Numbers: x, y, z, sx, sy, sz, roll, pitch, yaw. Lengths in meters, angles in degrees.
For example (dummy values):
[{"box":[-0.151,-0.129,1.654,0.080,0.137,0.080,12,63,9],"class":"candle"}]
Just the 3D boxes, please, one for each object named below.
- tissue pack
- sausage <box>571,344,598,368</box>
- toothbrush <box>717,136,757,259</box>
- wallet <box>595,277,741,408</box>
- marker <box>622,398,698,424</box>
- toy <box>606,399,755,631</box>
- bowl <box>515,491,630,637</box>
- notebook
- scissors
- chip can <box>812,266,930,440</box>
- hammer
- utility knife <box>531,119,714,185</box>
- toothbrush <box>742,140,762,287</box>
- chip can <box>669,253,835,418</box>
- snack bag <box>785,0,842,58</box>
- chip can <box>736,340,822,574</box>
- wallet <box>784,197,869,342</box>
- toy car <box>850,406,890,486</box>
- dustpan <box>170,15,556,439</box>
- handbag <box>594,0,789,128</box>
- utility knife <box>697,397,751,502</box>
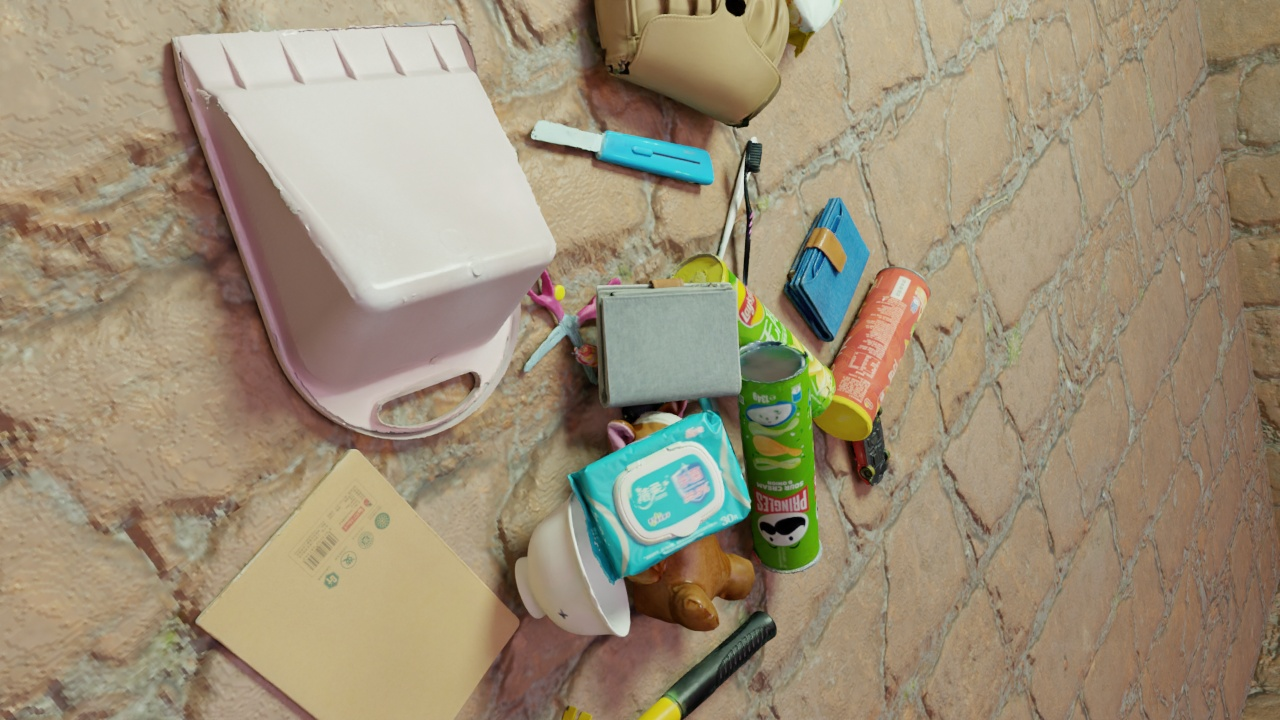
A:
[{"box":[0.014,0.105,0.717,0.133,0.050,0.093,-25,91,-14],"class":"tissue pack"},{"box":[-0.005,0.005,0.816,0.155,0.020,0.020,12,81,-49],"class":"sausage"},{"box":[0.097,-0.150,0.929,0.016,0.016,0.179,41,60,-54],"class":"toothbrush"},{"box":[0.023,-0.017,0.785,0.129,0.037,0.106,-4,94,-26],"class":"wallet"},{"box":[0.034,0.037,0.864,0.130,0.018,0.023,-13,108,-44],"class":"marker"},{"box":[0.035,0.131,0.797,0.139,0.131,0.199,-19,93,-62],"class":"toy"},{"box":[-0.060,0.170,0.725,0.118,0.065,0.118,-21,89,-82],"class":"bowl"},{"box":[-0.186,0.185,0.650,0.147,0.008,0.208,-54,124,-30],"class":"notebook"},{"box":[-0.059,-0.036,0.774,0.133,0.017,0.133,-45,124,-36],"class":"scissors"},{"box":[0.268,-0.012,1.061,0.073,0.073,0.216,51,56,-32],"class":"chip can"},{"box":[0.029,0.320,0.848,0.299,0.033,0.129,-26,109,-42],"class":"hammer"},{"box":[-0.011,-0.187,0.822,0.218,0.018,0.034,0,90,-44],"class":"utility knife"},{"box":[0.111,-0.125,0.926,0.014,0.018,0.189,-45,137,-75],"class":"toothbrush"},{"box":[0.113,-0.015,0.905,0.221,0.073,0.072,39,63,-38],"class":"chip can"},{"box":[0.138,-0.456,0.936,0.246,0.068,0.157,53,55,-31],"class":"snack bag"},{"box":[0.133,0.097,0.883,0.072,0.072,0.236,-39,131,-38],"class":"chip can"},{"box":[0.214,-0.103,1.034,0.106,0.040,0.132,49,56,-38],"class":"wallet"},{"box":[0.269,0.098,1.089,0.049,0.031,0.106,-35,116,-39],"class":"toy car"},{"box":[-0.186,-0.090,0.652,0.221,0.139,0.273,-20,75,-42],"class":"dustpan"},{"box":[0.054,-0.306,0.828,0.204,0.100,0.147,9,86,-41],"class":"handbag"},{"box":[0.068,0.050,0.852,0.029,0.013,0.176,2,64,-58],"class":"utility knife"}]
